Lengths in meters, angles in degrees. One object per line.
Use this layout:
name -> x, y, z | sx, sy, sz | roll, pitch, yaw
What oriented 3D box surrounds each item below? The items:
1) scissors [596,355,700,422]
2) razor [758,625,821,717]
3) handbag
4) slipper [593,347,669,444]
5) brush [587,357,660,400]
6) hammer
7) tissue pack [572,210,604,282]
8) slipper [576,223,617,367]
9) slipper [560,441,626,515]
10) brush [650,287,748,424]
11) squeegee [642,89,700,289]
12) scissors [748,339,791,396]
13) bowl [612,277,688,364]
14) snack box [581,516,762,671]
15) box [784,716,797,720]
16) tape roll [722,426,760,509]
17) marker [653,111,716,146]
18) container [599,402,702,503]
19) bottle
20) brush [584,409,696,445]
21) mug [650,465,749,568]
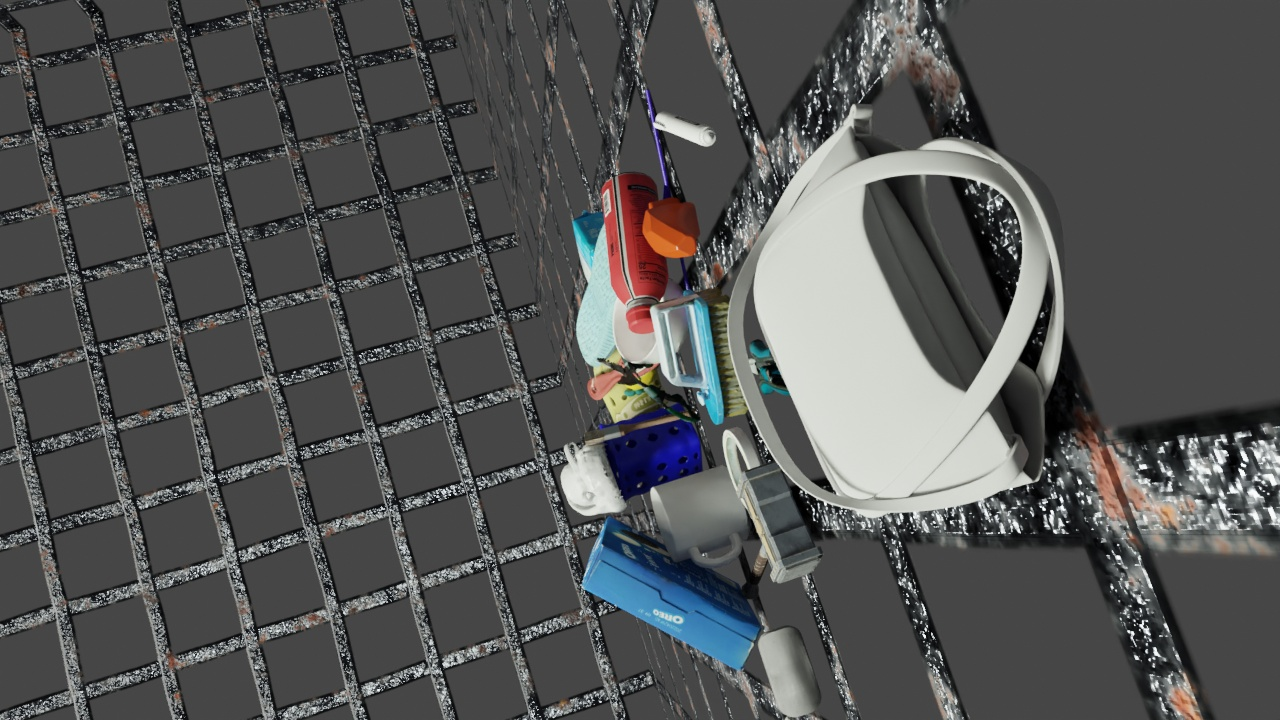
scissors -> -0.009, 0.004, 1.083 | 0.209, 0.015, 0.154 | 29, -156, -54
razor -> 0.156, 0.330, 1.005 | 0.116, 0.047, 0.088 | 87, 165, -82
handbag -> 0.122, -0.032, 0.451 | 0.223, 0.095, 0.215 | 112, 139, -66
slipper -> -0.005, 0.053, 1.300 | 0.081, 0.091, 0.191 | -130, 22, -62
brush -> -0.015, 0.011, 1.231 | 0.173, 0.030, 0.041 | -34, 78, 48
hammer -> 0.128, 0.207, 0.959 | 0.323, 0.044, 0.098 | 88, 163, -63
tissue pack -> -0.048, -0.144, 1.288 | 0.144, 0.061, 0.093 | -118, 14, -54
slipper -> -0.023, -0.090, 1.179 | 0.116, 0.069, 0.277 | 66, 152, 28
slipper -> -0.066, 0.159, 1.213 | 0.112, 0.074, 0.247 | 57, 166, 6
brush -> 0.059, 0.002, 0.889 | 0.055, 0.075, 0.136 | -127, 23, -66
squeegee -> 0.030, -0.129, 0.889 | 0.184, 0.055, 0.250 | -110, 7, -70
scissors -> 0.111, 0.013, 0.781 | 0.129, 0.019, 0.138 | 84, 168, -48
bowl -> 0.017, -0.046, 1.042 | 0.105, 0.054, 0.104 | -15, 71, 53
snack box -> 0.033, 0.266, 1.085 | 0.056, 0.195, 0.239 | -63, -1, -1
box -> 0.001, 0.317, 0.478 | 0.167, 0.506, 0.148 | -162, 61, -80
tape roll -> 0.110, 0.116, 0.972 | 0.093, 0.013, 0.093 | 163, 91, -80
marker -> 0.038, -0.207, 0.820 | 0.017, 0.020, 0.133 | 67, 174, -25
container -> 0.016, 0.120, 1.211 | 0.085, 0.113, 0.085 | -116, 14, -45
bottle -> -0.004, -0.113, 0.985 | 0.062, 0.062, 0.176 | 96, 169, -66
brush -> 0.000, 0.081, 1.147 | 0.045, 0.143, 0.008 | -112, 8, -81
mug -> 0.074, 0.189, 1.069 | 0.121, 0.090, 0.091 | -116, 14, -45
